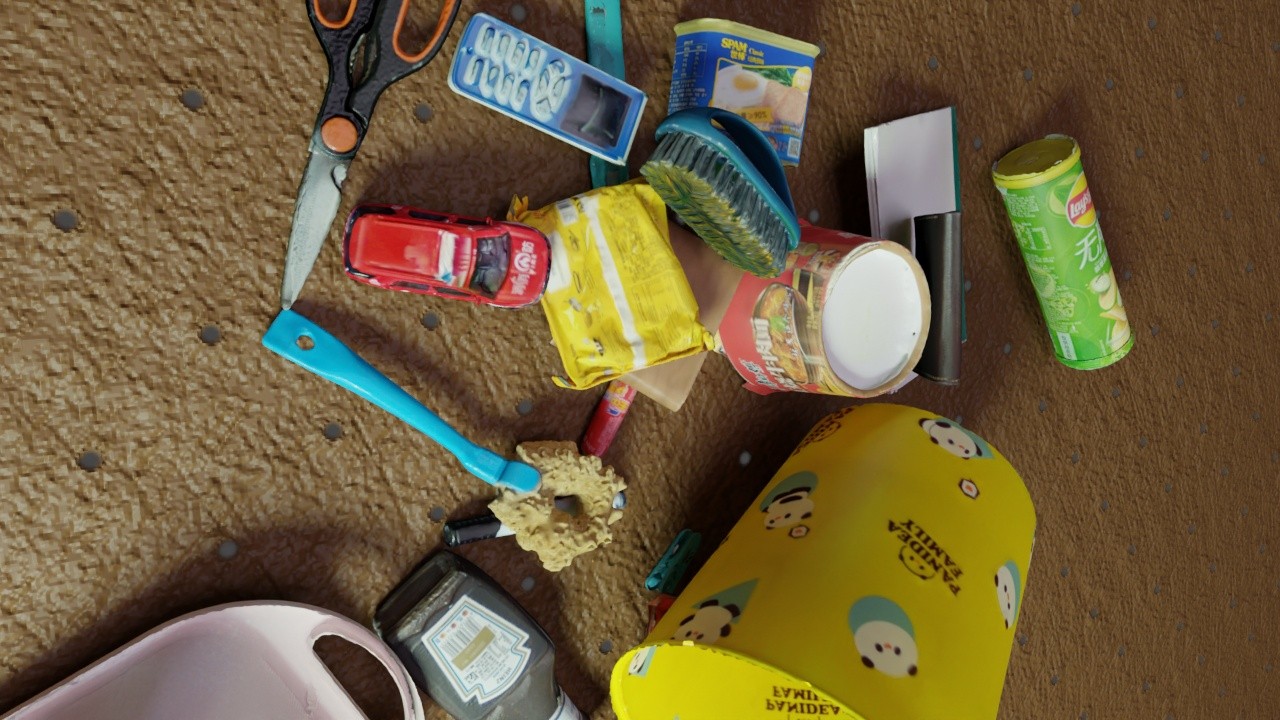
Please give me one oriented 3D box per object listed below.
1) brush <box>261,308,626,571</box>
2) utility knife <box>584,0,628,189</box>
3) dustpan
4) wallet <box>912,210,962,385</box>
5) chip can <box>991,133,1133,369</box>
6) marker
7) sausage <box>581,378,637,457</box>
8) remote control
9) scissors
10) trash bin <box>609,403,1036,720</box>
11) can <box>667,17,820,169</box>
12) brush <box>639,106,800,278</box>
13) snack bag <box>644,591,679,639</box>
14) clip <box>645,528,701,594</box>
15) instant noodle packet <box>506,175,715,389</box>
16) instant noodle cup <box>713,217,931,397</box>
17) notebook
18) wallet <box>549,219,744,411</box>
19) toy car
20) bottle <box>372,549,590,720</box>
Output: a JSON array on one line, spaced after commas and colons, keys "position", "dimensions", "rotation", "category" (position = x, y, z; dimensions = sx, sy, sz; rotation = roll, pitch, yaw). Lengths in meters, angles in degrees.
[{"position": [-0.111, 0.048, 0.562], "dimensions": [0.254, 0.046, 0.083], "rotation": [37, 65, -24], "category": "brush"}, {"position": [-0.023, -0.183, 0.598], "dimensions": [0.029, 0.013, 0.171], "rotation": [-9, 103, -27], "category": "utility knife"}, {"position": [-0.264, 0.258, 0.511], "dimensions": [0.274, 0.138, 0.223], "rotation": [-19, 116, 9], "category": "dustpan"}, {"position": [0.218, -0.048, 0.680], "dimensions": [0.020, 0.096, 0.122], "rotation": [-1, 98, 0], "category": "wallet"}, {"position": [0.389, -0.092, 0.837], "dimensions": [0.072, 0.073, 0.221], "rotation": [-41, 117, -20], "category": "chip can"}, {"position": [-0.068, 0.105, 0.618], "dimensions": [0.130, 0.023, 0.018], "rotation": [-7, 96, -30], "category": "marker"}, {"position": [-0.004, 0.004, 0.641], "dimensions": [0.020, 0.020, 0.155], "rotation": [32, 81, -32], "category": "sausage"}, {"position": [-0.055, -0.166, 0.568], "dimensions": [0.124, 0.024, 0.049], "rotation": [19, 92, -26], "category": "remote control"}, {"position": [-0.178, -0.142, 0.509], "dimensions": [0.125, 0.022, 0.234], "rotation": [38, 83, -21], "category": "scissors"}, {"position": [0.142, 0.176, 0.621], "dimensions": [0.254, 0.230, 0.230], "rotation": [-49, 122, -39], "category": "trash bin"}, {"position": [0.068, -0.180, 0.631], "dimensions": [0.102, 0.057, 0.083], "rotation": [2, 100, -32], "category": "can"}, {"position": [0.060, -0.112, 0.584], "dimensions": [0.144, 0.055, 0.073], "rotation": [38, 72, -45], "category": "brush"}, {"position": [0.025, 0.279, 0.685], "dimensions": [0.128, 0.073, 0.207], "rotation": [24, 80, -41], "category": "snack bag"}, {"position": [0.025, 0.150, 0.686], "dimensions": [0.014, 0.046, 0.057], "rotation": [45, 73, -28], "category": "clip"}, {"position": [-0.020, -0.053, 0.585], "dimensions": [0.110, 0.044, 0.128], "rotation": [-17, 90, -18], "category": "instant noodle packet"}, {"position": [0.135, -0.037, 0.667], "dimensions": [0.137, 0.109, 0.138], "rotation": [-6, 101, -32], "category": "instant noodle cup"}, {"position": [0.230, -0.094, 0.750], "dimensions": [0.150, 0.012, 0.209], "rotation": [-25, 113, -44], "category": "notebook"}, {"position": [0.008, -0.038, 0.625], "dimensions": [0.101, 0.020, 0.115], "rotation": [30, 79, -14], "category": "wallet"}, {"position": [-0.111, -0.060, 0.529], "dimensions": [0.120, 0.045, 0.053], "rotation": [7, 97, -11], "category": "toy car"}, {"position": [-0.089, 0.211, 0.611], "dimensions": [0.079, 0.044, 0.195], "rotation": [-44, 119, -14], "category": "bottle"}]
